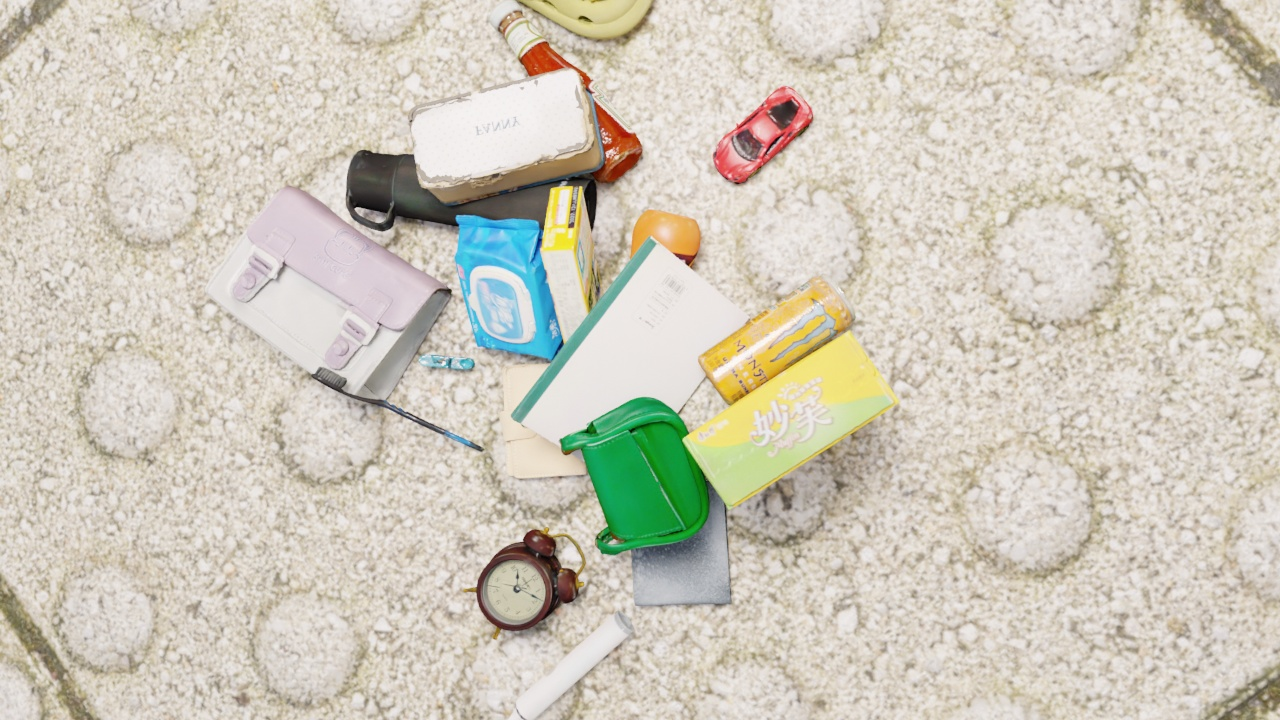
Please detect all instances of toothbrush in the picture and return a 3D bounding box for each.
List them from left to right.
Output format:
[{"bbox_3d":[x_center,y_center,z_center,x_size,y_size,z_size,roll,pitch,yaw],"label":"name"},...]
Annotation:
[{"bbox_3d":[-0.231,0.050,0.893,0.189,0.014,0.016,29,78,-31],"label":"toothbrush"},{"bbox_3d":[-0.095,0.331,0.916,0.221,0.026,0.026,-43,73,6],"label":"toothbrush"}]

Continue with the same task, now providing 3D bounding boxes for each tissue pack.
[{"bbox_3d":[-0.125,-0.067,0.879,0.095,0.052,0.157,10,130,20],"label":"tissue pack"}]

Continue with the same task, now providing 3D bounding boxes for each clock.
[{"bbox_3d":[-0.109,0.216,0.905,0.122,0.055,0.082,-34,84,5],"label":"clock"}]

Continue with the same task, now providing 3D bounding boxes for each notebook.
[{"bbox_3d":[-0.005,0.005,0.867,0.150,0.012,0.209,35,95,-35],"label":"notebook"}]

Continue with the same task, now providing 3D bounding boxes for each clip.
[{"bbox_3d":[-0.198,0.002,0.939,0.056,0.039,0.013,4,92,2],"label":"clip"}]

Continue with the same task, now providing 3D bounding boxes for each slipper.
[{"bbox_3d":[-0.081,-0.385,0.901,0.190,0.081,0.091,25,95,11],"label":"slipper"}]

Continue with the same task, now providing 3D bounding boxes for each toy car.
[{"bbox_3d":[0.117,-0.219,0.893,0.106,0.031,0.049,-41,83,8],"label":"toy car"}]

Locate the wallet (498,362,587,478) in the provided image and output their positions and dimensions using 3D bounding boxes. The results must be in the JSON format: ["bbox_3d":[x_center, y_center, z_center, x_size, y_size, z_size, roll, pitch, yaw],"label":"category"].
[{"bbox_3d":[-0.100,0.060,0.924,0.087,0.024,0.115,-4,89,9],"label":"wallet"}]

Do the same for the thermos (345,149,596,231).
[{"bbox_3d":[-0.171,-0.154,0.912,0.243,0.068,0.089,9,64,9],"label":"thermos"}]

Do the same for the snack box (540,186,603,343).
[{"bbox_3d":[-0.061,-0.080,0.851,0.034,0.141,0.086,-4,48,8],"label":"snack box"}]

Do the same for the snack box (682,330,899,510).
[{"bbox_3d":[0.126,0.051,0.796,0.158,0.210,0.070,-34,84,5],"label":"snack box"}]

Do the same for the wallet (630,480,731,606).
[{"bbox_3d":[0.039,0.180,0.904,0.097,0.019,0.121,-4,87,6],"label":"wallet"}]

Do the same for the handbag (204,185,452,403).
[{"bbox_3d":[-0.312,-0.067,0.924,0.197,0.098,0.145,34,88,7],"label":"handbag"}]

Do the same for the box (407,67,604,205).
[{"bbox_3d":[-0.118,-0.208,0.851,0.184,0.059,0.089,-10,81,5],"label":"box"}]

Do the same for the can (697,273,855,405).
[{"bbox_3d":[0.128,-0.020,0.868,0.146,0.058,0.058,-35,84,2],"label":"can"}]

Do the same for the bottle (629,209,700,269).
[{"bbox_3d":[0.014,-0.069,0.892,0.067,0.066,0.149,14,98,8],"label":"bottle"}]

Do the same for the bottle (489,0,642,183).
[{"bbox_3d":[-0.078,-0.270,0.910,0.060,0.059,0.206,-37,83,6],"label":"bottle"}]

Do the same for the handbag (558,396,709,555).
[{"bbox_3d":[-0.003,0.106,0.854,0.120,0.068,0.131,-18,102,-2],"label":"handbag"}]
